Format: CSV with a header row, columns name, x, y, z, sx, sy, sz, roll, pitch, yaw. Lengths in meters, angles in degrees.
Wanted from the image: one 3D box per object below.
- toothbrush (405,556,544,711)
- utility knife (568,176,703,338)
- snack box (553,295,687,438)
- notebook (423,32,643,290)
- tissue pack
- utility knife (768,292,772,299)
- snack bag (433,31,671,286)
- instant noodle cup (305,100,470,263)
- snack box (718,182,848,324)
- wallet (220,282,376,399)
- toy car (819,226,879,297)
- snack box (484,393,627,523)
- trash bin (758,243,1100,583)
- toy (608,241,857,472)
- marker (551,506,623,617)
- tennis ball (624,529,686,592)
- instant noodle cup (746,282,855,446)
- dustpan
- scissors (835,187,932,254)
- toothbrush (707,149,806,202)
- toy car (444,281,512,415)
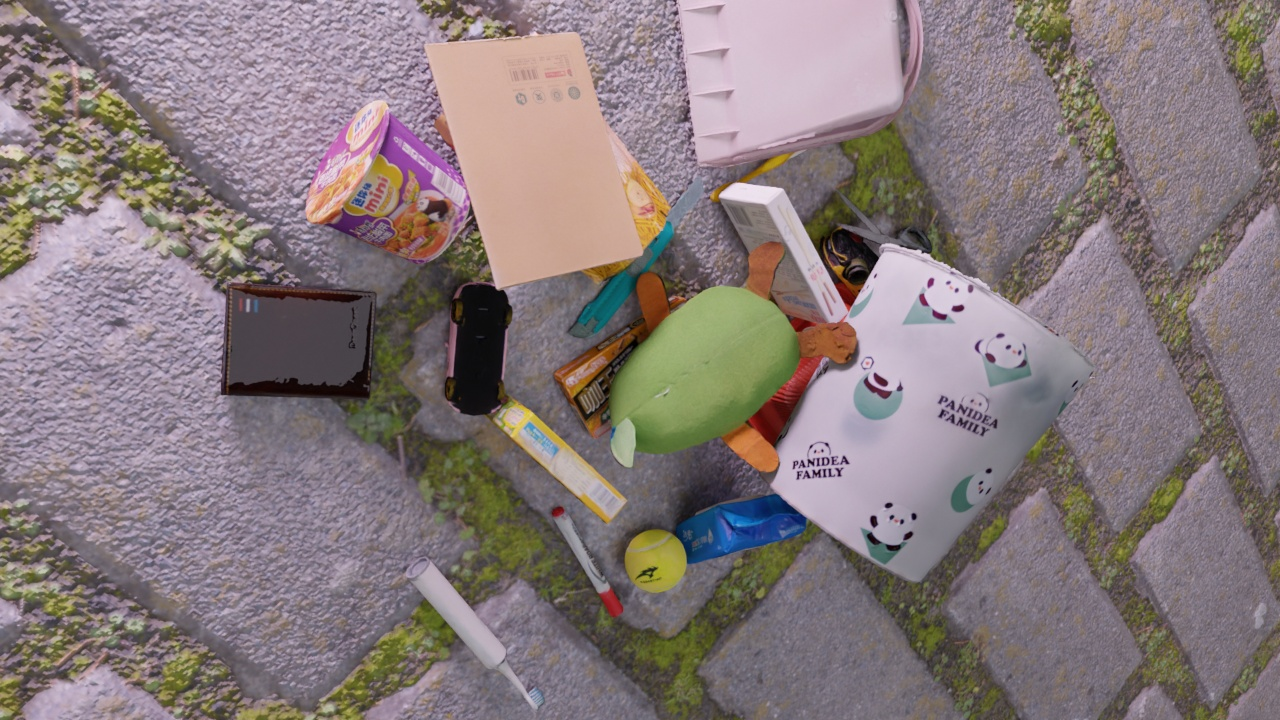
name,x,y,z,sx,sy,sz,roll,pitch,yaw
toothbrush,-0.158,0.278,0.912,0.026,0.027,0.221,-41,117,-18
utility knife,0.000,-0.100,0.906,0.029,0.013,0.205,41,83,-29
snack box,-0.005,0.005,0.922,0.153,0.026,0.075,-34,114,-16
notebook,-0.087,-0.174,0.781,0.147,0.008,0.207,-17,92,-31
tissue pack,0.102,0.172,0.956,0.094,0.157,0.052,-9,75,-23
utility knife,0.130,-0.078,0.976,0.031,0.018,0.165,29,87,-25
snack bag,-0.071,-0.177,0.831,0.128,0.073,0.208,-46,111,-9
instant noodle cup,-0.201,-0.137,0.748,0.099,0.112,0.111,32,87,-39
snack box,0.143,-0.106,0.919,0.026,0.085,0.157,-42,119,-13
wallet,-0.288,-0.015,0.779,0.122,0.020,0.096,3,101,-30
toy car,0.257,-0.086,1.010,0.156,0.071,0.041,35,129,-26
snack box,-0.081,0.091,0.870,0.033,0.087,0.140,-47,118,-10
trash bin,0.257,0.055,0.877,0.229,0.229,0.252,31,96,-29
toy,0.068,0.004,0.865,0.247,0.090,0.227,-35,73,5
marker,-0.054,0.210,0.954,0.017,0.017,0.145,-34,115,-16
tennis ball,0.016,0.210,0.961,0.065,0.065,0.065,-7,105,-26
instant noodle cup,0.207,0.030,1.007,0.188,0.079,0.164,-44,114,-6
dustpan,0.166,-0.320,0.933,0.273,0.138,0.223,-5,103,3
scissors,0.275,-0.128,1.008,0.159,0.014,0.174,-33,94,-47
toothbrush,0.144,-0.211,0.953,0.191,0.018,0.016,-33,117,-19
toy car,-0.150,-0.011,0.838,0.056,0.037,0.122,3,98,-22
